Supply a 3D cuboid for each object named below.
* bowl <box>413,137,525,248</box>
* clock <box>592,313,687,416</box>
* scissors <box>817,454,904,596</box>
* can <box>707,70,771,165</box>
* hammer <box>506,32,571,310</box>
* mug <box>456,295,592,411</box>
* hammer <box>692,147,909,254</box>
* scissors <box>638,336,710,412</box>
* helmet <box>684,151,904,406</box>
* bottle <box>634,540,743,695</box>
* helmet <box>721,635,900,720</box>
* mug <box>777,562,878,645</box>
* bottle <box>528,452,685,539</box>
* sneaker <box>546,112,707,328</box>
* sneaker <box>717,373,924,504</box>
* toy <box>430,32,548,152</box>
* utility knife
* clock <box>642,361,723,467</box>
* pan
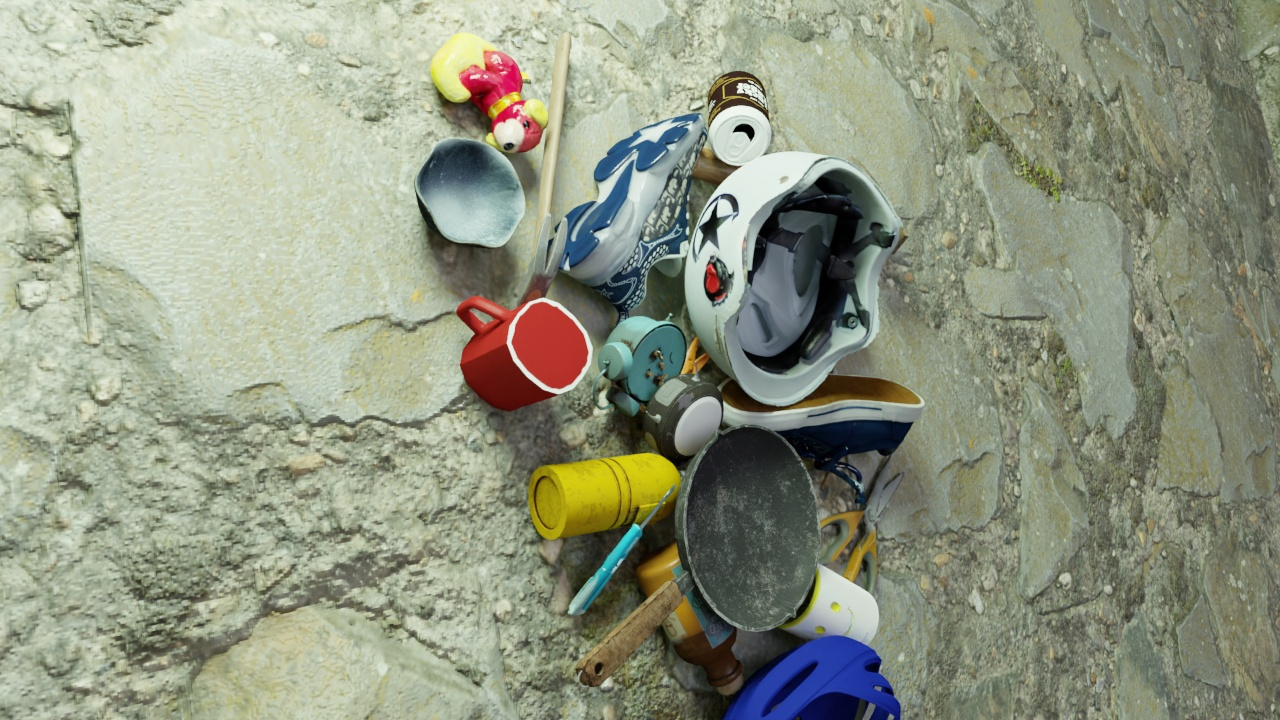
[{"bbox_3d":[-0.169,-0.151,0.872,0.110,0.055,0.110,11,72,-34],"label":"bowl"},{"bbox_3d":[-0.006,0.005,0.937,0.124,0.053,0.090,-34,133,-31],"label":"clock"},{"bbox_3d":[0.281,0.215,1.136,0.224,0.016,0.166,-32,98,-38],"label":"scissors"},{"bbox_3d":[0.115,-0.285,1.077,0.072,0.072,0.128,38,31,-23],"label":"can"},{"bbox_3d":[-0.089,-0.201,0.928,0.030,0.120,0.330,14,61,-17],"label":"hammer"},{"bbox_3d":[-0.118,-0.015,0.848,0.116,0.097,0.080,46,56,-18],"label":"mug"},{"bbox_3d":[0.183,-0.221,1.140,0.300,0.037,0.157,7,46,-27],"label":"hammer"},{"bbox_3d":[0.037,0.016,1.010,0.084,0.012,0.132,36,61,-25],"label":"scissors"},{"bbox_3d":[0.141,-0.095,0.996,0.236,0.164,0.264,8,103,-39],"label":"helmet"},{"bbox_3d":[0.058,0.264,0.926,0.067,0.068,0.157,-32,98,-37],"label":"bottle"},{"bbox_3d":[0.192,0.388,0.901,0.241,0.228,0.148,-20,125,-25],"label":"helmet"},{"bbox_3d":[0.200,0.273,1.019,0.106,0.083,0.082,32,61,-27],"label":"mug"},{"bbox_3d":[-0.021,0.130,0.900,0.163,0.071,0.071,-3,80,-37],"label":"bottle"},{"bbox_3d":[0.012,-0.154,0.995,0.132,0.103,0.268,53,53,-32],"label":"sneaker"},{"bbox_3d":[0.202,0.087,1.077,0.294,0.120,0.127,4,116,-32],"label":"sneaker"},{"bbox_3d":[-0.147,-0.269,0.922,0.137,0.067,0.105,51,51,0],"label":"toy"},{"bbox_3d":[-0.017,0.179,0.875,0.158,0.015,0.022,-53,148,2],"label":"utility knife"},{"bbox_3d":[0.049,0.064,0.950,0.091,0.044,0.123,-45,137,-17],"label":"clock"},{"bbox_3d":[0.056,0.195,0.870,0.355,0.040,0.207,-30,102,-41],"label":"pan"}]
